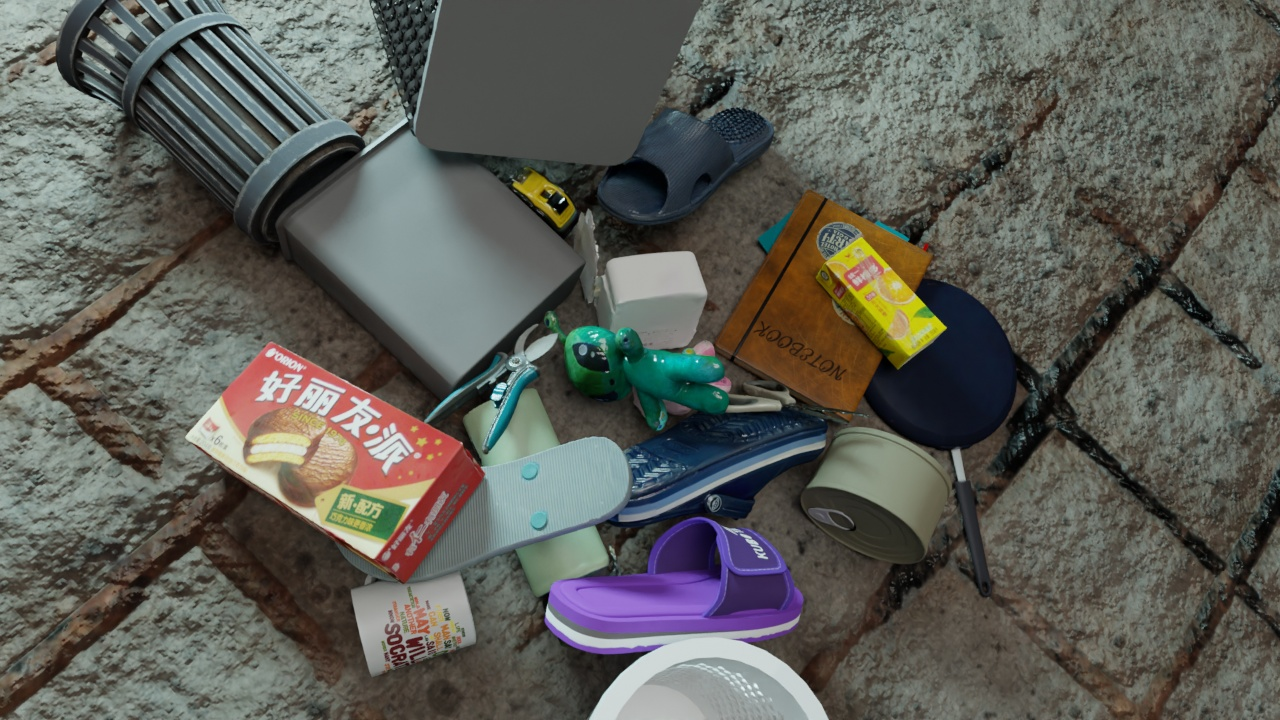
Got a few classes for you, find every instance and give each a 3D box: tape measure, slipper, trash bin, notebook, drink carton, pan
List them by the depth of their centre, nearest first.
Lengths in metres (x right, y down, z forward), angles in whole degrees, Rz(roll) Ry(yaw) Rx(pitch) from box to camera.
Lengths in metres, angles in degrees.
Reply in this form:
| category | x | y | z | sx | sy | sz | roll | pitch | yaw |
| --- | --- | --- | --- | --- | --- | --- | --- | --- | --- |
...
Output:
| category | x | y | z | sx | sy | sz | roll | pitch | yaw |
| --- | --- | --- | --- | --- | --- | --- | --- | --- | --- |
| trash bin | 0.030 | 0.328 | 0.738 | 0.195 | 0.200 | 0.195 | 4 | 71 | -12 |
| slipper | -0.133 | 0.134 | 0.784 | 0.269 | 0.055 | 0.098 | -12 | 63 | 10 |
| slipper | 0.046 | 0.182 | 0.788 | 0.266 | 0.107 | 0.084 | 5 | 100 | -38 |
| trash bin | -0.385 | -0.232 | 0.854 | 0.227 | 0.165 | 0.164 | 44 | 67 | 0 |
| slipper | 0.067 | 0.108 | 0.885 | 0.252 | 0.105 | 0.095 | -17 | 110 | -28 |
| trash bin | -0.198 | -0.099 | 0.885 | 0.220 | 0.098 | 0.191 | 43 | 68 | 2 |
| tape measure | -0.100 | -0.155 | 0.940 | 0.072 | 0.072 | 0.042 | 31 | 65 | 6 |
| slipper | 0.052 | -0.230 | 0.965 | 0.101 | 0.083 | 0.262 | 30 | 48 | 27 |
| drink carton | 0.253 | -0.062 | 0.974 | 0.058 | 0.043 | 0.134 | -34 | 75 | -18 |
| pan | 0.340 | 0.075 | 0.998 | 0.198 | 0.021 | 0.356 | -2 | 73 | -14 |
| notebook | 0.200 | -0.075 | 1.006 | 0.178 | 0.014 | 0.248 | 30 | 67 | 6 |

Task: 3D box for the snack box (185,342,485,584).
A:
| category | x | y | z | sx | sy | sz | roll | pitch | yaw |
| --- | --- | --- | --- | --- | --- | --- | --- | --- | --- |
| snack box | -0.259 | 0.081 | 0.775 | 0.236 | 0.060 | 0.113 | 24 | 65 | 25 |

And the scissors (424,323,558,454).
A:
| category | x | y | z | sx | sy | sz | roll | pitch | yaw |
| --- | --- | --- | --- | --- | --- | --- | --- | --- | --- |
| scissors | -0.131 | 0.025 | 0.821 | 0.124 | 0.019 | 0.156 | -9 | 48 | -1 |

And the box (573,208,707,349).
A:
| category | x | y | z | sx | sy | sz | roll | pitch | yaw |
| --- | --- | --- | --- | --- | --- | --- | --- | --- | --- |
| box | -0.016 | -0.088 | 0.927 | 0.128 | 0.109 | 0.136 | -7 | 60 | -13 |

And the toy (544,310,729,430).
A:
| category | x | y | z | sx | sy | sz | roll | pitch | yaw |
| --- | --- | --- | --- | --- | --- | --- | --- | --- | --- |
| toy | -0.005 | 0.005 | 0.863 | 0.194 | 0.131 | 0.072 | 11 | 48 | 26 |

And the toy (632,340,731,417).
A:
| category | x | y | z | sx | sy | sz | roll | pitch | yaw |
| --- | --- | --- | --- | --- | --- | --- | --- | --- | --- |
| toy | 0.042 | 0.020 | 0.930 | 0.109 | 0.047 | 0.063 | -23 | 71 | -33 |

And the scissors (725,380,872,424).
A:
| category | x | y | z | sx | sy | sz | roll | pitch | yaw |
| --- | --- | --- | --- | --- | --- | --- | --- | --- | --- |
| scissors | 0.133 | 0.043 | 0.888 | 0.162 | 0.158 | 0.012 | -3 | 105 | -6 |

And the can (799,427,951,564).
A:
| category | x | y | z | sx | sy | sz | roll | pitch | yaw |
| --- | --- | --- | --- | --- | --- | --- | --- | --- | --- |
| can | 0.229 | 0.131 | 0.894 | 0.128 | 0.128 | 0.073 | 34 | 65 | -1 |

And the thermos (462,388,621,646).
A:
| category | x | y | z | sx | sy | sz | roll | pitch | yaw |
| --- | --- | --- | --- | --- | --- | --- | --- | --- | --- |
| thermos | -0.082 | 0.143 | 0.841 | 0.082 | 0.082 | 0.231 | -21 | 77 | -19 |

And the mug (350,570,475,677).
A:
| category | x | y | z | sx | sy | sz | roll | pitch | yaw |
| --- | --- | --- | --- | --- | --- | --- | --- | --- | --- |
| mug | -0.200 | 0.210 | 0.798 | 0.089 | 0.074 | 0.105 | -14 | 49 | -18 |

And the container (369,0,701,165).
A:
| category | x | y | z | sx | sy | sz | roll | pitch | yaw |
| --- | --- | --- | --- | --- | --- | --- | --- | --- | --- |
| container | -0.106 | -0.354 | 0.859 | 0.245 | 0.248 | 0.243 | -1 | 53 | -26 |
